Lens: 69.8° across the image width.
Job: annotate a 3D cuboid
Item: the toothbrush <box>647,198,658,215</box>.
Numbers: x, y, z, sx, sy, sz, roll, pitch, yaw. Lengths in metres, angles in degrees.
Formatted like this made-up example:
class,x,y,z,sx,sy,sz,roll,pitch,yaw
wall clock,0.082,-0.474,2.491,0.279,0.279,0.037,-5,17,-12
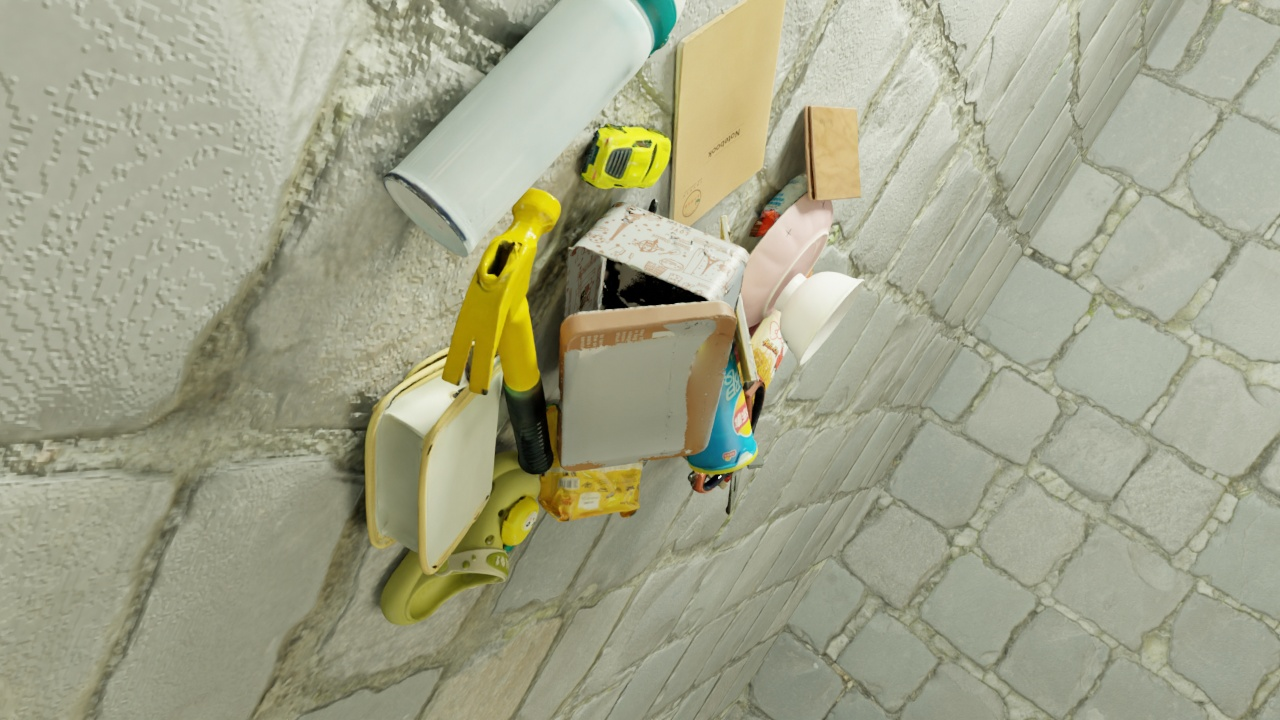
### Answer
class,x,y,z,sx,sy,sz,roll,pitch,yaw
toothbrush,-0.014,-0.064,0.850,0.016,0.014,0.190,-4,127,-32

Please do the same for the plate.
class,x,y,z,sx,sy,sz,roll,pitch,yaw
plate,0.164,-0.108,1.051,0.192,0.039,0.193,-47,165,-17

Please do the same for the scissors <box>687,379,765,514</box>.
class,x,y,z,sx,sy,sz,roll,pitch,yaw
scissors,0.115,0.107,1.084,0.224,0.015,0.189,2,113,-61

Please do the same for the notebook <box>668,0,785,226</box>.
class,x,y,z,sx,sy,sz,roll,pitch,yaw
notebook,0.077,-0.222,0.822,0.147,0.008,0.208,-41,152,-29

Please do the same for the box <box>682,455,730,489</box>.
class,x,y,z,sx,sy,sz,roll,pitch,yaw
box,0.083,0.092,1.132,0.078,0.091,0.168,-51,156,-4

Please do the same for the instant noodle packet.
class,x,y,z,sx,sy,sz,roll,pitch,yaw
instant noodle packet,-0.048,0.100,0.895,0.128,0.044,0.110,8,82,-51

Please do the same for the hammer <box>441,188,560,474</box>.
class,x,y,z,sx,sy,sz,roll,pitch,yaw
hammer,-0.089,0.014,0.679,0.301,0.033,0.128,92,19,-61

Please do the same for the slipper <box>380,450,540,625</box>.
class,x,y,z,sx,sy,sz,roll,pitch,yaw
slipper,-0.147,0.171,0.822,0.190,0.081,0.091,-50,158,-7

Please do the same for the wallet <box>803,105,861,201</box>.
class,x,y,z,sx,sy,sz,roll,pitch,yaw
wallet,0.209,-0.225,0.999,0.115,0.020,0.101,-18,106,-52

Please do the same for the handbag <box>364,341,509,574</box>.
class,x,y,z,sx,sy,sz,roll,pitch,yaw
handbag,-0.143,0.056,0.723,0.178,0.063,0.164,-52,161,-47

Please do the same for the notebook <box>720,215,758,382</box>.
class,x,y,z,sx,sy,sz,roll,pitch,yaw
notebook,0.092,-0.050,0.878,0.206,0.010,0.146,21,59,-84

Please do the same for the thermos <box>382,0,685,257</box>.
class,x,y,z,sx,sy,sz,roll,pitch,yaw
thermos,-0.057,-0.166,0.571,0.224,0.073,0.073,-50,155,-13

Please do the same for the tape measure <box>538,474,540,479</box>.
class,x,y,z,sx,sy,sz,roll,pitch,yaw
tape measure,-0.074,0.119,0.944,0.066,0.033,0.066,-60,156,7

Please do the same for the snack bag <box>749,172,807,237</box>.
class,x,y,z,sx,sy,sz,roll,pitch,yaw
snack bag,0.160,-0.174,1.014,0.104,0.026,0.048,-47,175,-21

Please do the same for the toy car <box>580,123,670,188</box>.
class,x,y,z,sx,sy,sz,roll,pitch,yaw
toy car,-0.006,-0.157,0.722,0.105,0.032,0.048,-18,136,-57

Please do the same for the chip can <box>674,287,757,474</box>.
class,x,y,z,sx,sy,sz,roll,pitch,yaw
chip can,0.059,0.002,0.881,0.071,0.071,0.210,-34,118,-40

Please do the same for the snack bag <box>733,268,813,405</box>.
class,x,y,z,sx,sy,sz,roll,pitch,yaw
snack bag,0.165,-0.029,1.183,0.207,0.073,0.129,-55,157,-21

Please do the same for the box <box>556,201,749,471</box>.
class,x,y,z,sx,sy,sz,roll,pitch,yaw
box,-0.004,0.004,0.746,0.165,0.150,0.182,-52,159,-42

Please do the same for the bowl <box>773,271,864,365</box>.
class,x,y,z,sx,sy,sz,roll,pitch,yaw
bowl,0.191,-0.060,1.036,0.118,0.065,0.118,-48,166,-17
